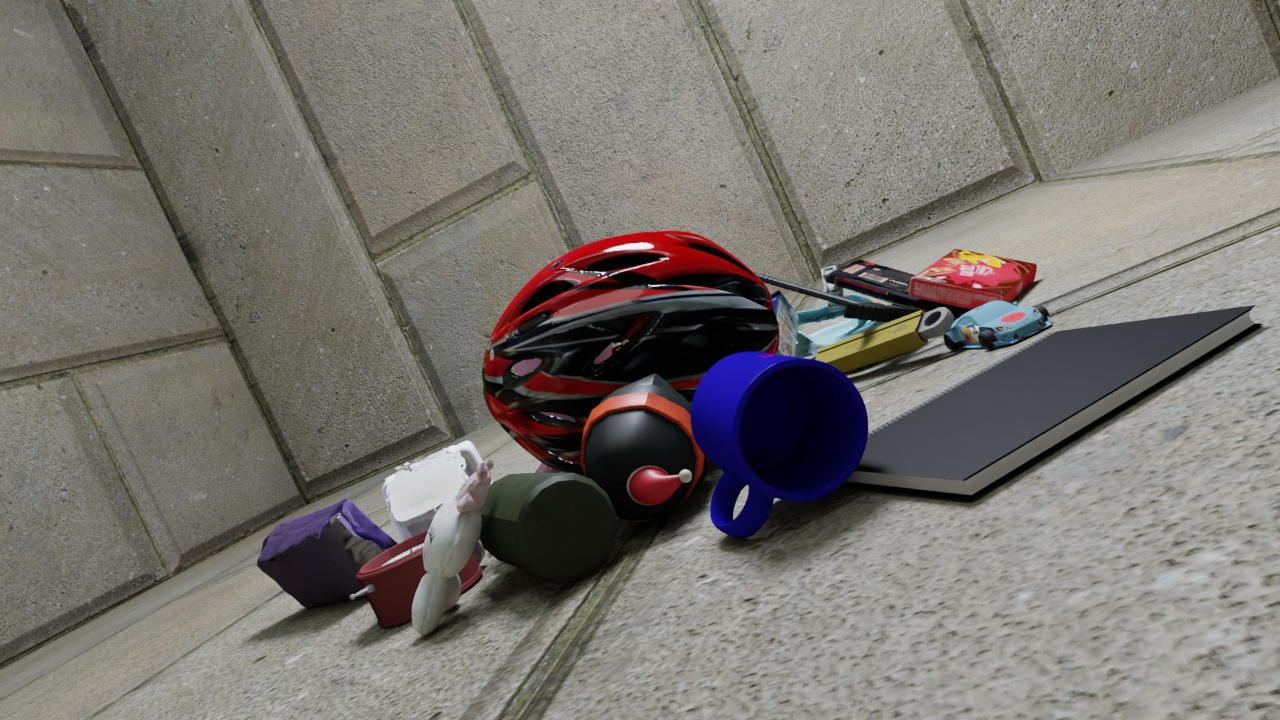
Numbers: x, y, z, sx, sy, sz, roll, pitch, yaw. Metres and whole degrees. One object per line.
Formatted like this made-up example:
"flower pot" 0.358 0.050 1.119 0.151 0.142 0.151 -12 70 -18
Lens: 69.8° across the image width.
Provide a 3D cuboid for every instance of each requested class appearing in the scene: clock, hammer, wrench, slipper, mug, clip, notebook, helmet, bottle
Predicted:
"clock" -0.180 0.173 0.761 0.096 0.048 0.137 -24 4 4
"hammer" 0.140 -0.085 0.988 0.094 0.015 0.325 0 15 -37
"wrench" 0.188 -0.004 0.888 0.274 0.018 0.083 -26 27 51
"slipper" 0.224 -0.036 1.023 0.116 0.069 0.276 -22 4 0
"mug" 0.072 0.051 0.540 0.111 0.079 0.083 -65 13 -2
"clip" 0.212 -0.077 1.008 0.023 0.047 0.076 -17 21 15
"notebook" 0.217 0.023 0.526 0.206 0.016 0.149 -26 4 -18
"helmet" -0.005 0.005 0.806 0.272 0.218 0.167 -18 26 -3
"bottle" -0.083 0.120 0.689 0.071 0.071 0.207 -26 3 -22

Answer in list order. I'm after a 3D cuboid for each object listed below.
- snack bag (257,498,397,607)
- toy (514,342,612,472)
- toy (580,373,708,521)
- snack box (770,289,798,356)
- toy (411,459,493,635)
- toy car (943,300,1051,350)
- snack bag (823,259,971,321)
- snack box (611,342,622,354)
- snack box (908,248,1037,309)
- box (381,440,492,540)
"snack bag" -0.318 0.204 0.939 0.206 0.096 0.058 -23 26 45
"toy" -0.071 0.020 0.928 0.119 0.171 0.223 -13 -31 -33
"toy" 0.000 0.072 0.674 0.097 0.100 0.119 8 28 7
"snack box" 0.096 0.006 0.973 0.145 0.042 0.144 -33 17 26
"toy" -0.135 0.129 0.658 0.037 0.125 0.076 17 9 -3
"toy car" 0.292 -0.033 0.761 0.060 0.027 0.108 -25 3 -5
"snack bag" 0.278 -0.075 0.957 0.155 0.018 0.074 23 32 35
"snack box" -0.028 0.047 1.041 0.072 0.121 0.072 -24 4 1
"snack box" 0.338 -0.082 0.928 0.089 0.021 0.132 17 27 31
"box" -0.203 0.145 0.935 0.110 0.103 0.130 -25 5 -10
